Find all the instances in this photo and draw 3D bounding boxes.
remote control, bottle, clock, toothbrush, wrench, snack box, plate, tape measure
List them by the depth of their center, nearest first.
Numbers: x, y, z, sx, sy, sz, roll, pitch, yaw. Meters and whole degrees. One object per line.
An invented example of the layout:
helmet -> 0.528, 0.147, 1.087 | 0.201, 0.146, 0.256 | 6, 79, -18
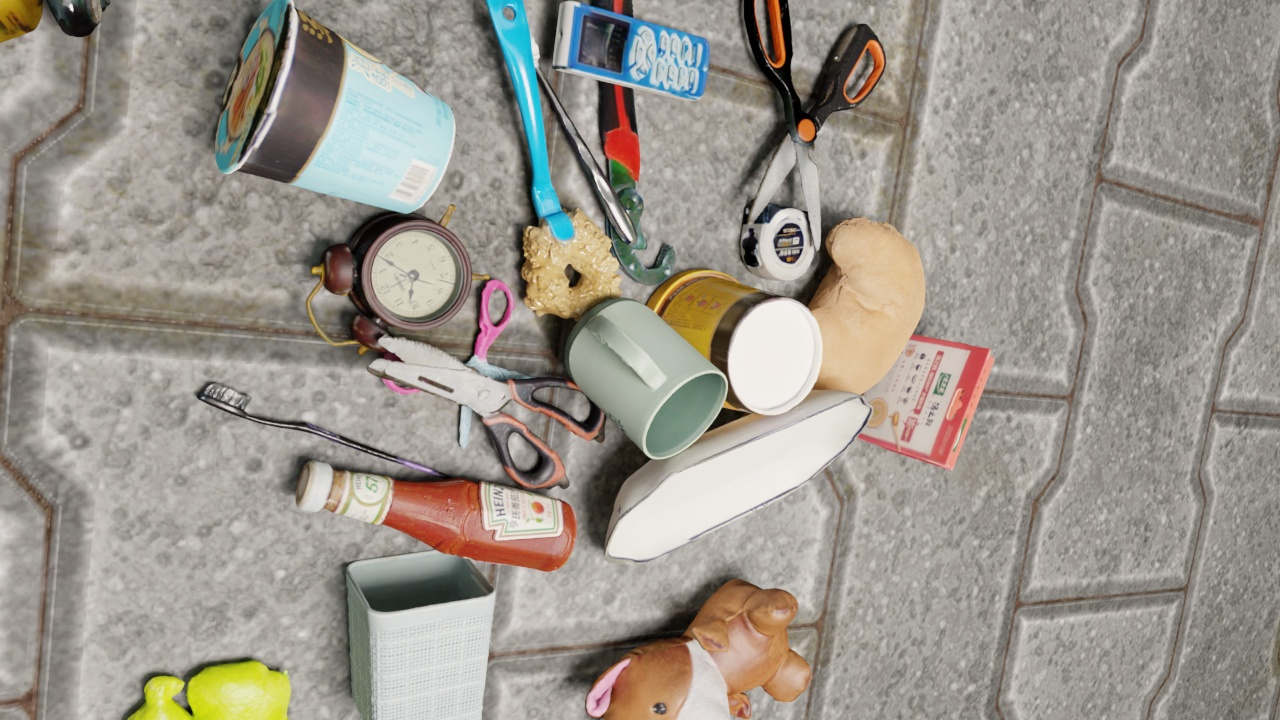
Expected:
clock -> -0.170, -0.054, 0.630 | 0.121, 0.055, 0.082 | -32, 115, -20
toothbrush -> -0.216, 0.053, 0.649 | 0.189, 0.014, 0.016 | 25, 74, -31
bottle -> -0.145, 0.111, 0.673 | 0.206, 0.060, 0.060 | 19, 89, -30
remote control -> -0.005, -0.230, 0.690 | 0.124, 0.024, 0.049 | 4, 98, -31
toothbrush -> -0.047, -0.165, 0.695 | 0.015, 0.018, 0.181 | -35, 110, -14
wrench -> -0.012, -0.192, 0.718 | 0.056, 0.016, 0.273 | -15, 106, -27
plate -> 0.080, 0.091, 0.776 | 0.265, 0.034, 0.162 | -21, 150, -24
tape measure -> 0.120, -0.103, 0.802 | 0.065, 0.034, 0.066 | 8, 92, -30
snack box -> 0.270, 0.037, 0.859 | 0.044, 0.127, 0.113 | 23, 88, -31

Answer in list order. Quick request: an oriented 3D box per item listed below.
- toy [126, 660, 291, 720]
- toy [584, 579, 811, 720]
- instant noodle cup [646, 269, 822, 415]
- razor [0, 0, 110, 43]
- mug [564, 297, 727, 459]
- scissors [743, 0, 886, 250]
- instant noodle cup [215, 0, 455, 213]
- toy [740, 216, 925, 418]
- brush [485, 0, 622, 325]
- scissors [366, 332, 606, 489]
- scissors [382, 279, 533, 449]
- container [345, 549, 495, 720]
toy -> -0.291, 0.243, 0.630 | 0.100, 0.031, 0.097 | -36, 113, -19
toy -> 0.051, 0.279, 0.789 | 0.199, 0.130, 0.140 | -22, 116, -15
instant noodle cup -> 0.075, -0.012, 0.746 | 0.118, 0.114, 0.118 | -6, 101, -30
razor -> -0.371, -0.183, 0.493 | 0.167, 0.062, 0.067 | -31, 83, -17
mug -> -0.004, 0.004, 0.676 | 0.082, 0.106, 0.112 | -44, 150, -3
scissors -> 0.136, -0.218, 0.784 | 0.220, 0.022, 0.228 | -42, 110, -23
instant noodle cup -> -0.188, -0.151, 0.581 | 0.120, 0.111, 0.111 | 17, 90, -40
toy -> 0.179, -0.017, 0.830 | 0.143, 0.082, 0.226 | 27, 91, -33
brush -> -0.070, -0.142, 0.672 | 0.083, 0.046, 0.255 | -22, 115, -21
scissors -> -0.110, 0.042, 0.681 | 0.204, 0.015, 0.199 | -21, 121, -34
scissors -> -0.128, 0.002, 0.689 | 0.133, 0.017, 0.134 | 12, 93, -36
container -> -0.161, 0.209, 0.667 | 0.089, 0.090, 0.111 | -3, 103, -30
